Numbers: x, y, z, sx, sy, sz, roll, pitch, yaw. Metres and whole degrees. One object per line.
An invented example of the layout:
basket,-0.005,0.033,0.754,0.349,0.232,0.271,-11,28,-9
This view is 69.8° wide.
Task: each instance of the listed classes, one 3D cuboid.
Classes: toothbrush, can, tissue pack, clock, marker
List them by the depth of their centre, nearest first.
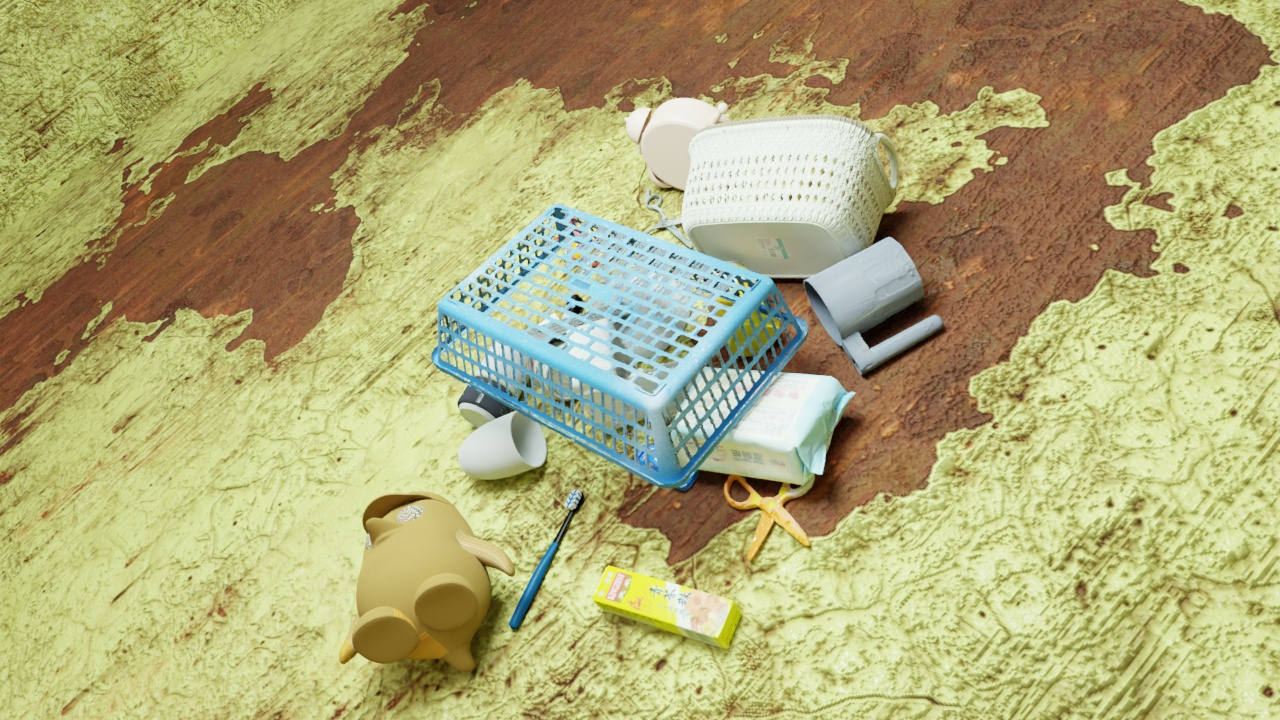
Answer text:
tissue pack,0.123,0.066,0.956,0.182,0.070,0.111,6,42,32
toothbrush,-0.102,0.215,1.001,0.014,0.014,0.167,-2,50,43
can,0.117,-0.061,1.079,0.068,0.068,0.105,-27,44,6
can,-0.093,0.003,1.129,0.086,0.086,0.043,-46,47,-13
can,-0.180,0.024,1.176,0.064,0.064,0.127,6,56,33
marker,-0.095,-0.038,1.211,0.025,0.025,0.125,-10,48,22
clock,0.062,-0.287,1.262,0.161,0.131,0.086,11,58,36

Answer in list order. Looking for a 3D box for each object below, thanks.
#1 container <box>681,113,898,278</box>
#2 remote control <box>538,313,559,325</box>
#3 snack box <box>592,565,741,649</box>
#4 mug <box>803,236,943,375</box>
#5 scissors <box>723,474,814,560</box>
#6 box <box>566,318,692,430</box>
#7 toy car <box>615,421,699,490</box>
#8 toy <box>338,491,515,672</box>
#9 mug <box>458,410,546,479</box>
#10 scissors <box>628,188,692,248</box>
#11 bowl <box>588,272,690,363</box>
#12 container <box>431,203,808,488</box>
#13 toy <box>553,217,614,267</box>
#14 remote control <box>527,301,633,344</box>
container,0.168,-0.188,1.090,0.247,0.184,0.142,3,64,33
remote control,-0.159,-0.019,1.240,0.124,0.012,0.028,-36,44,-3
snack box,0.024,0.239,0.896,0.148,0.029,0.040,7,56,34
mug,0.254,-0.060,1.002,0.104,0.084,0.124,-29,68,1
scissors,0.138,0.144,0.929,0.127,0.011,0.125,-39,43,-6
box,-0.003,0.014,1.053,0.137,0.109,0.125,-21,45,13
toy car,0.015,0.100,1.000,0.092,0.062,0.033,23,66,41
toy,-0.238,0.216,0.985,0.198,0.162,0.203,-29,33,1
mug,-0.165,0.099,1.110,0.090,0.071,0.107,-22,16,24
scissors,0.033,-0.199,1.287,0.142,0.014,0.173,-25,43,12
bowl,-0.012,-0.064,1.173,0.150,0.043,0.149,-16,46,17
container,-0.037,-0.044,0.987,0.362,0.089,0.256,24,56,32
toy,-0.068,-0.168,1.296,0.103,0.046,0.084,25,61,38
remote control,-0.072,-0.045,1.108,0.136,0.013,0.033,-20,39,-24
